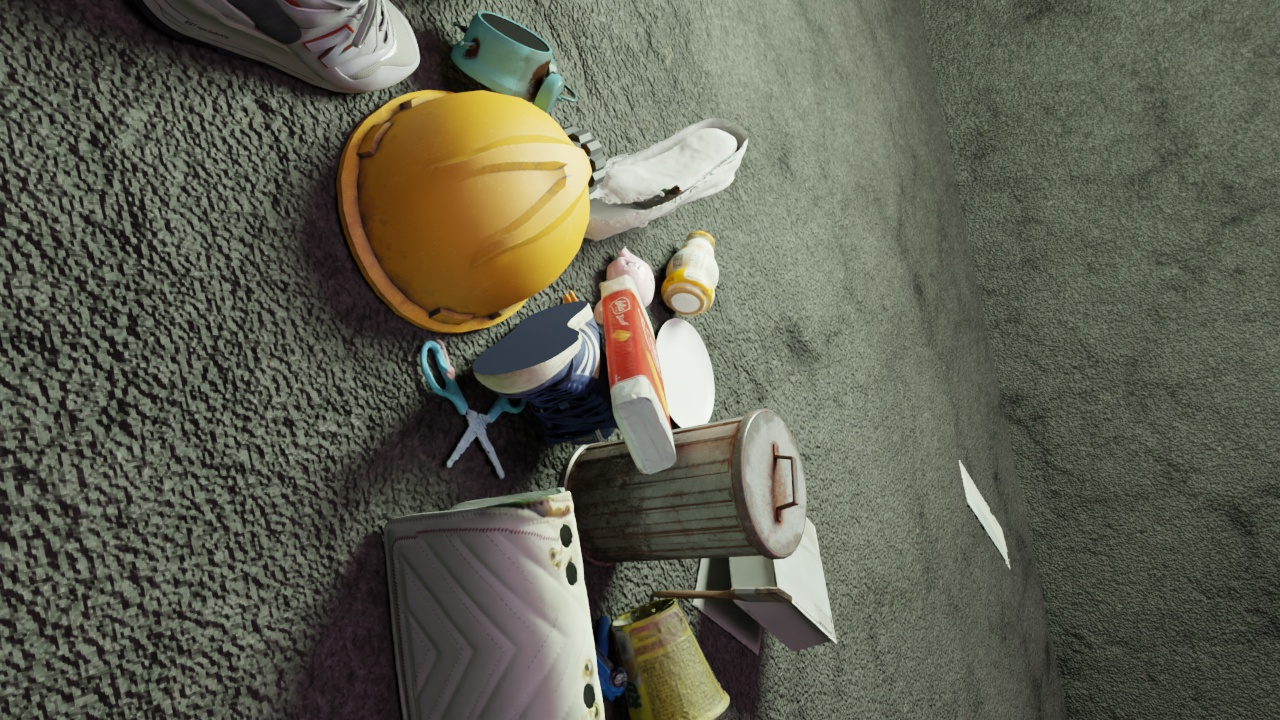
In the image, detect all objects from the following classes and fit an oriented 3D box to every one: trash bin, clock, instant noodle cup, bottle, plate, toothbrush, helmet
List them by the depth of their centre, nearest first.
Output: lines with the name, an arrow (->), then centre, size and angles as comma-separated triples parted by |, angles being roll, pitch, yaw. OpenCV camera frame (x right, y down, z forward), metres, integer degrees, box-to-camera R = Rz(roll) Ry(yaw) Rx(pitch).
helmet -> -0.111, -0.139, 0.761 | 0.254, 0.132, 0.205 | -42, 116, -53
toothbrush -> -0.040, 0.316, 0.831 | 0.014, 0.014, 0.167 | 49, 41, -55
clock -> -0.110, -0.269, 0.835 | 0.124, 0.053, 0.090 | 16, 31, -29
trash bin -> 0.045, 0.122, 0.843 | 0.130, 0.212, 0.130 | 25, 59, -52
instant noodle cup -> 0.021, 0.290, 0.869 | 0.102, 0.102, 0.108 | -15, 84, -58
plate -> 0.049, 0.017, 1.074 | 0.134, 0.011, 0.134 | 25, 59, -52
bottle -> 0.063, -0.106, 1.092 | 0.063, 0.063, 0.108 | 52, 39, -36

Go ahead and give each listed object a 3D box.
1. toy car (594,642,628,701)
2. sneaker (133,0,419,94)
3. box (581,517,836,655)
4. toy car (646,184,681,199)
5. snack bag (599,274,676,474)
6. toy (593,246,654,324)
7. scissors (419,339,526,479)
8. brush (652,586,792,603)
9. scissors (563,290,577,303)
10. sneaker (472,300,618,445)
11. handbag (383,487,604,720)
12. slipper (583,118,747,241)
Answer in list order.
toy car -> -0.060, 0.251, 0.788 | 0.043, 0.056, 0.120 | -50, 119, -26
sneaker -> -0.214, -0.253, 0.640 | 0.239, 0.124, 0.089 | -11, 89, -58
box -> 0.033, 0.265, 1.165 | 0.169, 0.405, 0.171 | 46, 43, -40
toy car -> 0.032, -0.203, 1.087 | 0.111, 0.047, 0.047 | -40, 116, -55
snack bag -> -0.005, 0.005, 0.827 | 0.224, 0.041, 0.077 | -96, 165, -58
toy -> -0.012, -0.072, 0.975 | 0.063, 0.047, 0.109 | 39, 52, -35
scissors -> -0.138, 0.034, 0.776 | 0.135, 0.015, 0.135 | -48, 124, -53
brush -> 0.077, 0.235, 0.920 | 0.045, 0.143, 0.008 | 44, 46, -54
scissors -> -0.048, -0.013, 0.893 | 0.013, 0.070, 0.130 | -17, 86, -30
sneaker -> -0.071, 0.033, 0.779 | 0.232, 0.091, 0.118 | -83, 159, -75
handbag -> -0.097, 0.197, 0.663 | 0.096, 0.142, 0.198 | 2, 79, -60
slipper -> 0.020, -0.192, 0.995 | 0.246, 0.112, 0.075 | -34, 136, -35
